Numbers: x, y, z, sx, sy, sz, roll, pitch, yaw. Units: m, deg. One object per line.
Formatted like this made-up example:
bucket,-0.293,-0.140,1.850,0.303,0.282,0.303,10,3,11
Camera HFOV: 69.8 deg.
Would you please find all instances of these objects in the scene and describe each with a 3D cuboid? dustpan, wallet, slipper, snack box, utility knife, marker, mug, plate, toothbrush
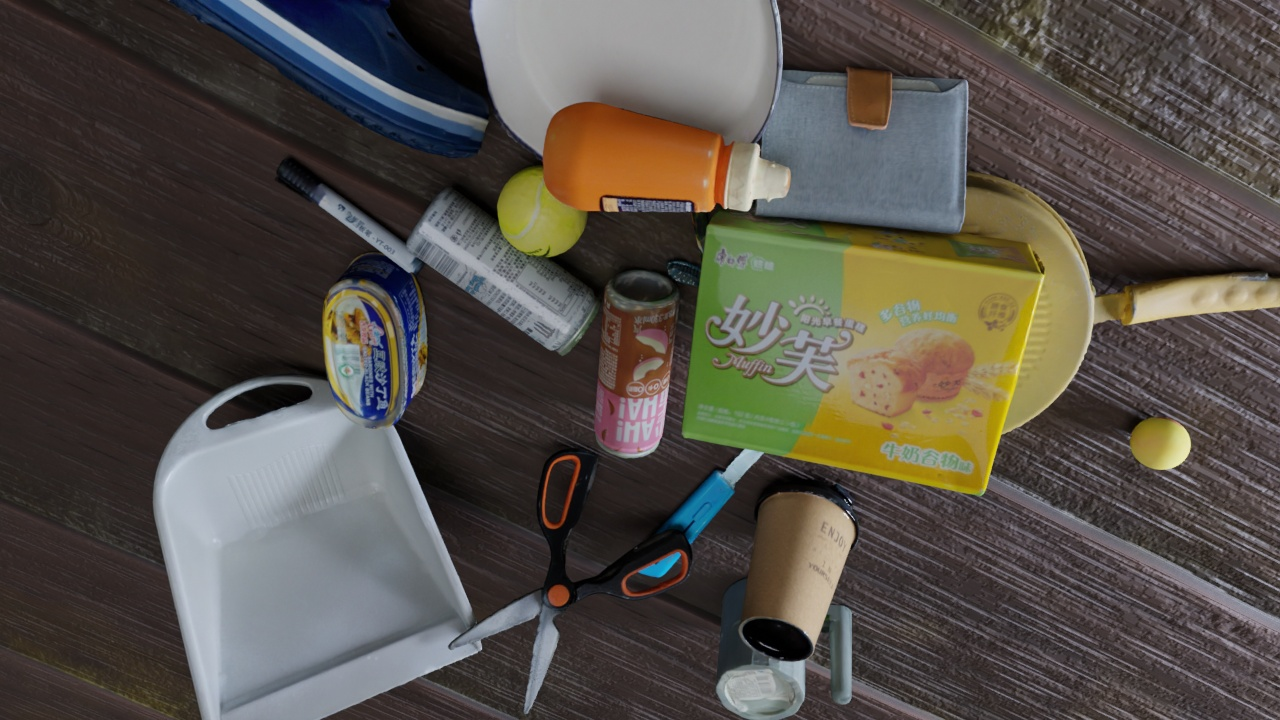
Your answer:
dustpan,-0.285,0.146,0.770,0.222,0.257,0.143,-19,140,-20
wallet,0.143,-0.138,0.587,0.130,0.106,0.037,6,168,4
slipper,-0.207,-0.222,0.598,0.252,0.105,0.095,29,97,-15
snack box,0.140,-0.010,0.614,0.210,0.069,0.158,10,115,11
utility knife,0.059,0.125,0.820,0.034,0.018,0.224,31,122,-9
marker,-0.226,-0.110,0.716,0.130,0.018,0.023,38,107,-14
mug,0.133,0.267,0.848,0.124,0.103,0.084,2,123,11
plate,-0.007,-0.201,0.580,0.205,0.045,0.205,13,130,16
toothbrush,0.029,-0.148,0.643,0.012,0.017,0.186,-2,123,23
toothbrush,0.109,-0.039,0.700,0.191,0.018,0.016,20,124,-2

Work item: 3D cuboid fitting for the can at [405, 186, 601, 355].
can,-0.103,-0.067,0.698,0.146,0.058,0.058,35,122,-13

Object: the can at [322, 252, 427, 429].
can,-0.220,-0.014,0.760,0.074,0.049,0.148,10,124,3

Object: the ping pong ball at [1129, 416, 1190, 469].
ping pong ball,0.396,0.063,0.700,0.040,0.040,0.040,5,124,7

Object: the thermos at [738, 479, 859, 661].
thermos,0.130,0.174,0.770,0.093,0.142,0.093,13,134,13

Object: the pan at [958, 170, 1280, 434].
pan,0.293,-0.038,0.643,0.358,0.078,0.198,1,113,15

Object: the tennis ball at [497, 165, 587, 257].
tennis ball,-0.070,-0.107,0.660,0.065,0.065,0.066,5,124,7

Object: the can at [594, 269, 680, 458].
can,-0.004,0.004,0.726,0.058,0.057,0.147,9,124,5

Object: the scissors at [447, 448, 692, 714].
scissors,-0.060,0.185,0.801,0.220,0.022,0.232,-4,84,-14

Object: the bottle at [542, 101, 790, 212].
bottle,0.017,-0.119,0.564,0.149,0.066,0.067,9,124,9
